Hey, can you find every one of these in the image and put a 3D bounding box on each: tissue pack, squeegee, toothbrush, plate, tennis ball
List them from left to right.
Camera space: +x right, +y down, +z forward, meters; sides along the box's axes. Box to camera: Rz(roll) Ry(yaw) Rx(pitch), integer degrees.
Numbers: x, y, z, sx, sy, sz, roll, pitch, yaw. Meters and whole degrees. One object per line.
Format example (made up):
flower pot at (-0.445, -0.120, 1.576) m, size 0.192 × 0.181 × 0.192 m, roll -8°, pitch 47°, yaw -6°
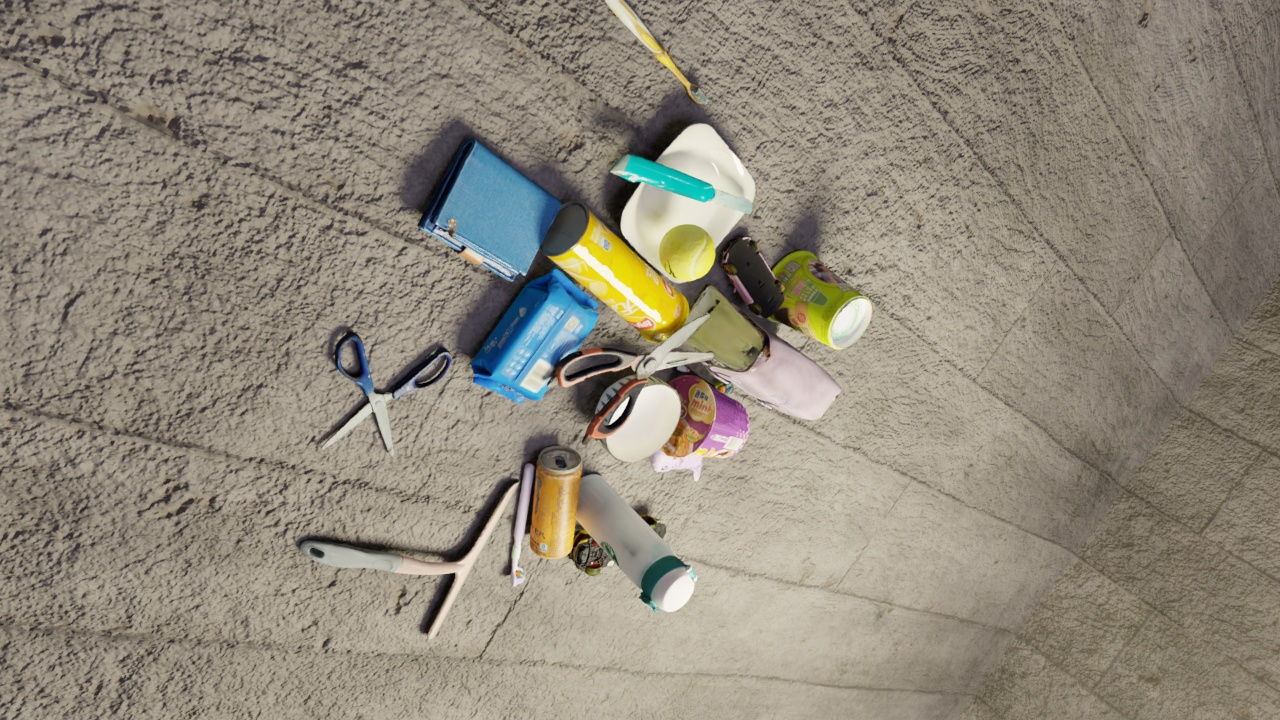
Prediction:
squeegee at (-0.286, 0.240, 1.097) m, size 0.249 × 0.040 × 0.248 m, roll 19°, pitch 106°, yaw -44°
toothbrush at (-0.154, 0.216, 1.202) m, size 0.029 × 0.021 × 0.189 m, roll -62°, pitch 164°, yaw -63°
tissue pack at (-0.119, -0.026, 1.044) m, size 0.157 × 0.052 × 0.095 m, roll -53°, pitch 139°, yaw 3°
toothbrush at (0.020, -0.330, 0.978) m, size 0.016 × 0.018 × 0.191 m, roll -54°, pitch 137°, yaw 1°
plate at (0.051, -0.188, 1.088) m, size 0.164 × 0.034 × 0.163 m, roll -51°, pitch 137°, yaw 1°
tennis ball at (0.054, -0.125, 1.060) m, size 0.065 × 0.065 × 0.066 m, roll -21°, pitch 129°, yaw -28°

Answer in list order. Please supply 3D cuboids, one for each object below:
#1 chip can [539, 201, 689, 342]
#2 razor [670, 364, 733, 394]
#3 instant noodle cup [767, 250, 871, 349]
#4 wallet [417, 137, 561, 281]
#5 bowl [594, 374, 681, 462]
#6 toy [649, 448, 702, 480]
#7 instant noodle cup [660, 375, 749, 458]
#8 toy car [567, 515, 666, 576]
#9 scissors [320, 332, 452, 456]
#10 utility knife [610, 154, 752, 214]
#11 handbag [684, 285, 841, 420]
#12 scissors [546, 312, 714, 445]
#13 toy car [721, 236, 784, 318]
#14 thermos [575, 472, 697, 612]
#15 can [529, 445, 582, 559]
chip can at (-0.027, -0.098, 1.059) m, size 0.072 × 0.072 × 0.213 m, roll -51°, pitch 136°, yaw 0°
razor at (0.085, 0.029, 1.273) m, size 0.142 × 0.022 × 0.042 m, roll 33°, pitch 93°, yaw -46°
instant noodle cup at (0.246, -0.077, 1.260) m, size 0.111 × 0.123 × 0.112 m, roll -21°, pitch 129°, yaw -28°
wallet at (-0.152, -0.150, 0.943) m, size 0.133 × 0.040 × 0.106 m, roll 29°, pitch 89°, yaw -46°
bowl at (-0.012, 0.066, 1.184) m, size 0.116 × 0.066 × 0.117 m, roll -20°, pitch 128°, yaw -27°
toy at (0.054, 0.132, 1.303) m, size 0.107 × 0.039 × 0.084 m, roll 5°, pitch 103°, yaw -42°
instant noodle cup at (0.087, 0.083, 1.246) m, size 0.099 × 0.111 × 0.112 m, roll 17°, pitch 106°, yaw -45°
toy car at (-0.032, 0.261, 1.318) m, size 0.155 × 0.041 × 0.071 m, roll -7°, pitch 122°, yaw -35°
scissors at (-0.275, 0.035, 0.986) m, size 0.162 × 0.012 × 0.173 m, roll -25°, pitch 132°, yaw -25°
utility knife at (0.054, -0.198, 1.048) m, size 0.222 × 0.013 × 0.029 m, roll 10°, pitch 109°, yaw -41°
handbag at (0.159, 0.001, 1.226) m, size 0.197 × 0.145 × 0.098 m, roll 30°, pitch 94°, yaw -46°
scissors at (-0.009, 0.014, 1.094) m, size 0.189 × 0.015 × 0.227 m, roll 29°, pitch 99°, yaw -39°
toy car at (0.147, -0.110, 1.215) m, size 0.056 × 0.037 × 0.122 m, roll -46°, pitch 119°, yaw -16°
thermos at (-0.017, 0.234, 1.179) m, size 0.073 × 0.224 × 0.073 m, roll -21°, pitch 129°, yaw -28°
can at (-0.110, 0.186, 1.190) m, size 0.058 × 0.058 × 0.146 m, roll -13°, pitch 125°, yaw -34°
